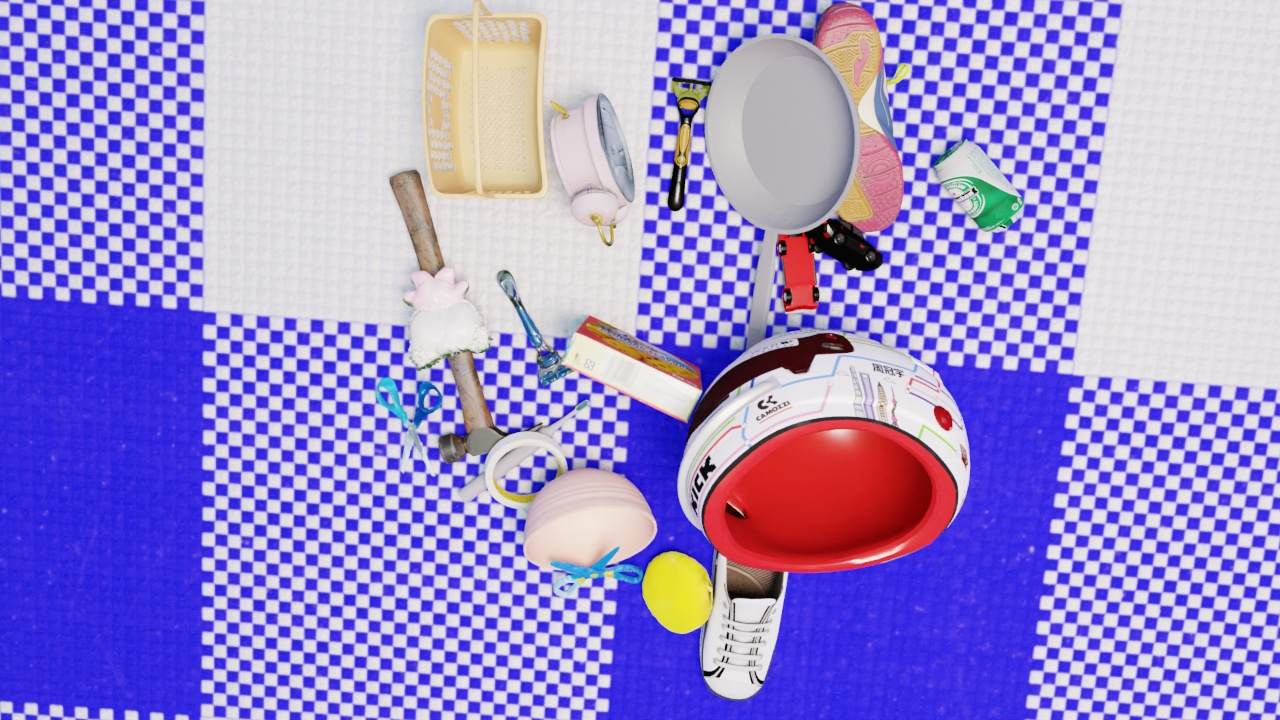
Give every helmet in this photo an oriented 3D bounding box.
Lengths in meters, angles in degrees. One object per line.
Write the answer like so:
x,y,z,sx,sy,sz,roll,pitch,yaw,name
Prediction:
0.176,0.082,0.942,0.314,0.235,0.231,5,119,-16,helmet

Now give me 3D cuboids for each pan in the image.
0.145,-0.161,0.980,0.050,0.201,0.357,-22,125,-37,pan

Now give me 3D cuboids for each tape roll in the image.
-0.131,0.126,1.050,0.094,0.019,0.094,-5,116,-11,tape roll

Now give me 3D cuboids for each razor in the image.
0.047,-0.237,1.013,0.044,0.021,0.144,7,100,0,razor
-0.127,-0.039,1.044,0.044,0.018,0.141,-28,96,5,razor

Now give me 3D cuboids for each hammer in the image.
-0.211,-0.054,1.040,0.120,0.033,0.330,-16,97,-1,hammer

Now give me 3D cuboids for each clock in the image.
-0.046,-0.199,0.974,0.059,0.116,0.158,-12,97,13,clock

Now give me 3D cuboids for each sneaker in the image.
0.124,0.278,1.043,0.091,0.097,0.245,10,97,0,sneaker
0.237,-0.259,0.984,0.116,0.091,0.242,-10,117,8,sneaker

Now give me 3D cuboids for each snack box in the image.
-0.006,0.006,0.984,0.142,0.145,0.040,25,100,-2,snack box

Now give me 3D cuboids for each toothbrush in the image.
-0.134,0.103,1.063,0.188,0.019,0.018,-37,89,6,toothbrush

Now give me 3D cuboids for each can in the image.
0.367,-0.188,0.995,0.053,0.053,0.101,-42,95,6,can

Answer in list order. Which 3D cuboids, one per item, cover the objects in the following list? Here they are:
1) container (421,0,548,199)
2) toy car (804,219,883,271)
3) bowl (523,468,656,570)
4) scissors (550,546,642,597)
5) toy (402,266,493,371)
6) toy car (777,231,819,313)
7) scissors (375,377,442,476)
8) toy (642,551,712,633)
-0.158,-0.258,0.940,0.129,0.167,0.183,1,98,1,container
0.226,-0.128,1.006,0.091,0.042,0.036,25,73,-21,toy car
-0.061,0.169,1.026,0.153,0.153,0.076,-15,55,3,bowl
-0.055,0.245,1.060,0.125,0.013,0.131,24,127,-35,scissors
-0.216,-0.050,1.006,0.095,0.041,0.109,-14,90,-3,toy
0.176,-0.098,1.025,0.038,0.025,0.089,-6,89,-7,toy car
-0.255,0.072,1.043,0.119,0.014,0.129,-23,88,33,scissors
0.042,0.268,1.060,0.094,0.041,0.095,-11,87,36,toy
